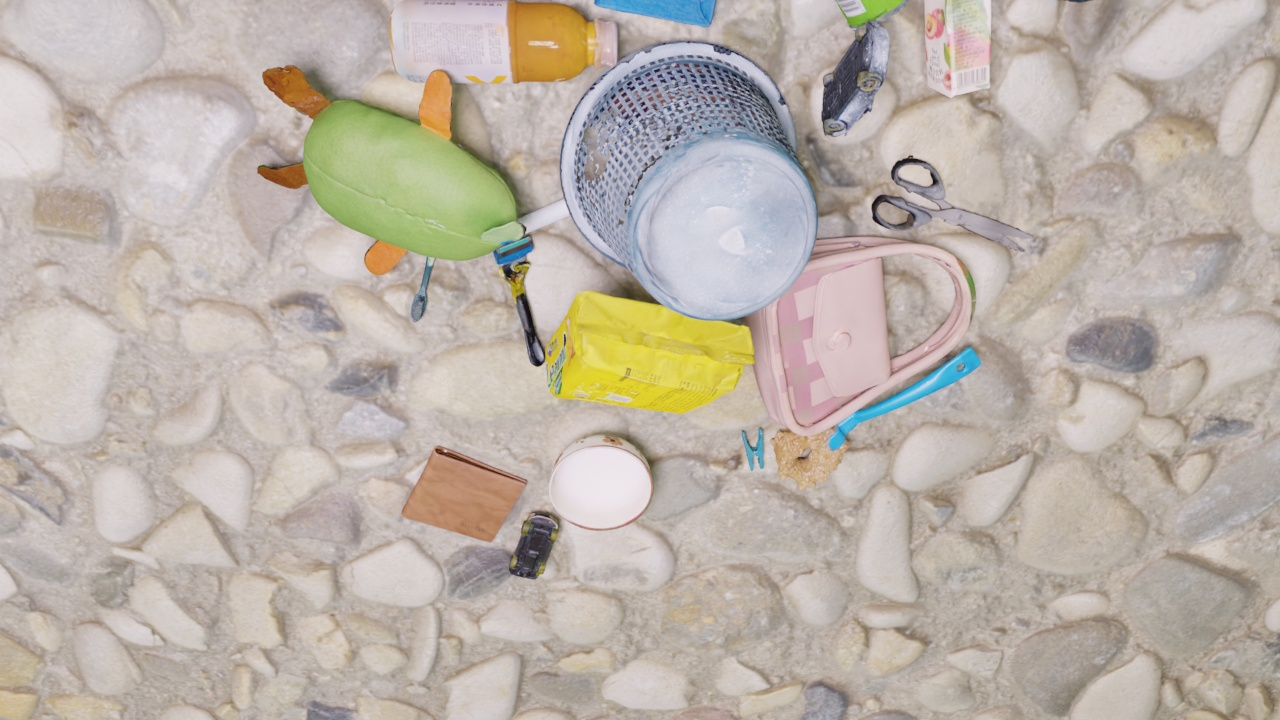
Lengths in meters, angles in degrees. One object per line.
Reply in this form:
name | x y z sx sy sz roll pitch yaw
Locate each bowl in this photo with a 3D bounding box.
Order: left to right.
bowl | -0.044 0.126 1.012 0.113 0.062 0.114 -2 118 -3

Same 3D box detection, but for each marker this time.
marker | -0.118 -0.131 0.889 0.131 0.018 0.022 -21 137 9

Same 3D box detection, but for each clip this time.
clip | 0.129 0.101 1.037 0.041 0.014 0.056 -11 120 3

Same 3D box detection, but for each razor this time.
razor | -0.118 -0.056 0.929 0.042 0.022 0.143 -27 124 -26

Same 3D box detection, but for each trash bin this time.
trash bin | 0.050 -0.139 0.783 0.226 0.195 0.227 -4 119 -7

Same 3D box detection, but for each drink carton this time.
drink carton | 0.278 -0.299 0.799 0.045 0.053 0.123 -13 119 -1

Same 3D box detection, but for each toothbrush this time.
toothbrush | -0.199 -0.119 0.890 0.016 0.018 0.192 15 117 -12

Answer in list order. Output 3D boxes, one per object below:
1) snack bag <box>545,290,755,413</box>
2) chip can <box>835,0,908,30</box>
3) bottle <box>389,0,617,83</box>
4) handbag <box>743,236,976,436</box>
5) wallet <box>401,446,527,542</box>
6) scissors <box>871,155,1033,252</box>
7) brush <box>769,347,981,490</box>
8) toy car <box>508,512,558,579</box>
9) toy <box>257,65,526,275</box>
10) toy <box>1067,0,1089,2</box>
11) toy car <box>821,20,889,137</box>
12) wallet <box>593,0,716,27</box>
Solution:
snack bag | -0.005 0.005 0.865 0.158 0.247 0.068 12 77 -10
chip can | 0.140 -0.383 0.733 0.072 0.072 0.236 -34 116 15
bottle | -0.114 -0.271 0.782 0.189 0.068 0.068 0 119 -3
handbag | 0.225 -0.040 0.933 0.234 0.093 0.193 -15 120 -3
wallet | -0.200 0.156 1.045 0.115 0.020 0.101 22 117 -18
scissors | 0.309 -0.139 0.917 0.145 0.014 0.172 -30 120 11
brush | 0.251 0.061 0.998 0.255 0.045 0.083 -33 113 20
toy car | -0.125 0.214 1.072 0.042 0.035 0.091 15 117 -13
toy | -0.218 -0.161 0.818 0.246 0.089 0.228 25 133 -10
toy | 0.381 -0.367 0.734 0.356 0.091 0.138 -29 131 -5
toy car | 0.188 -0.241 0.796 0.037 0.054 0.121 5 163 -7
wallet | 0.022 -0.354 0.763 0.106 0.040 0.133 10 119 -4
